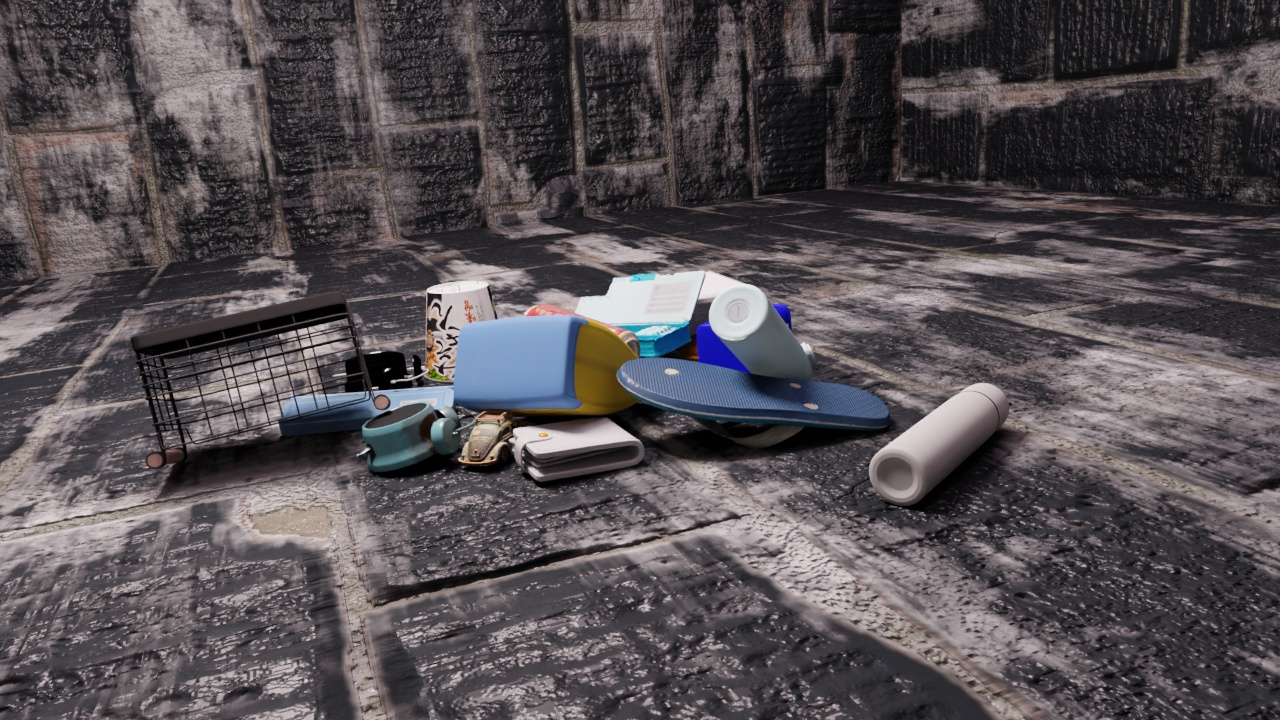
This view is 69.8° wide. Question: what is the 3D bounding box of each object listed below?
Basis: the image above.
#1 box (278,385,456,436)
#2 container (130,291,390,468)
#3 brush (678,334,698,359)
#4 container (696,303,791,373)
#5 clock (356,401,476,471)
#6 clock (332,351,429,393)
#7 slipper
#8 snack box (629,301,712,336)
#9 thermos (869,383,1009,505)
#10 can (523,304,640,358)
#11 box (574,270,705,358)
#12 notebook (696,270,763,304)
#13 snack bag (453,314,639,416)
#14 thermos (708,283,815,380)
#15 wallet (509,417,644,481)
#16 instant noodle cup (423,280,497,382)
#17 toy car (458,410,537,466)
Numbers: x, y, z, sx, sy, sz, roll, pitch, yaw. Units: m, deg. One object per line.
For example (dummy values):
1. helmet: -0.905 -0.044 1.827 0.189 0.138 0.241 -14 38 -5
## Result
1. box: -0.331 0.051 1.134 0.209 0.034 0.127 -4 16 -5
2. container: -0.406 0.020 0.991 0.241 0.130 0.163 -15 1 -15
3. brush: 0.092 -0.026 1.333 0.048 0.017 0.126 1 16 18
4. container: 0.134 -0.020 1.173 0.085 0.085 0.113 4 19 31
5. clock: -0.233 0.076 0.963 0.124 0.053 0.090 -19 15 -8
6. clock: -0.345 0.018 1.240 0.121 0.042 0.091 2 16 22
7. slipper: 0.119 0.054 0.966 0.294 0.060 0.118 7 19 -9
8. snack box: 0.068 -0.078 1.455 0.207 0.057 0.104 -15 18 -36
9. thermos: 0.286 0.071 0.856 0.052 0.052 0.223 8 20 38
10. can: -0.083 -0.027 1.238 0.170 0.067 0.067 19 25 31
11. box: -0.025 -0.055 1.339 0.228 0.072 0.181 1 38 37
12. notebook: 0.086 -0.116 1.459 0.142 0.009 0.210 -9 16 -16
13. snack bag: -0.085 0.019 1.038 0.159 0.102 0.205 -3 -12 31
14. thermos: 0.140 -0.016 1.023 0.078 0.065 0.207 -35 -30 10
15. wallet: -0.073 0.084 0.939 0.118 0.037 0.115 -7 15 -23
16. instant noodle cup: -0.250 -0.045 1.294 0.123 0.122 0.123 -4 15 1
17. toy car: -0.148 0.076 0.965 0.047 0.047 0.111 1 15 22
